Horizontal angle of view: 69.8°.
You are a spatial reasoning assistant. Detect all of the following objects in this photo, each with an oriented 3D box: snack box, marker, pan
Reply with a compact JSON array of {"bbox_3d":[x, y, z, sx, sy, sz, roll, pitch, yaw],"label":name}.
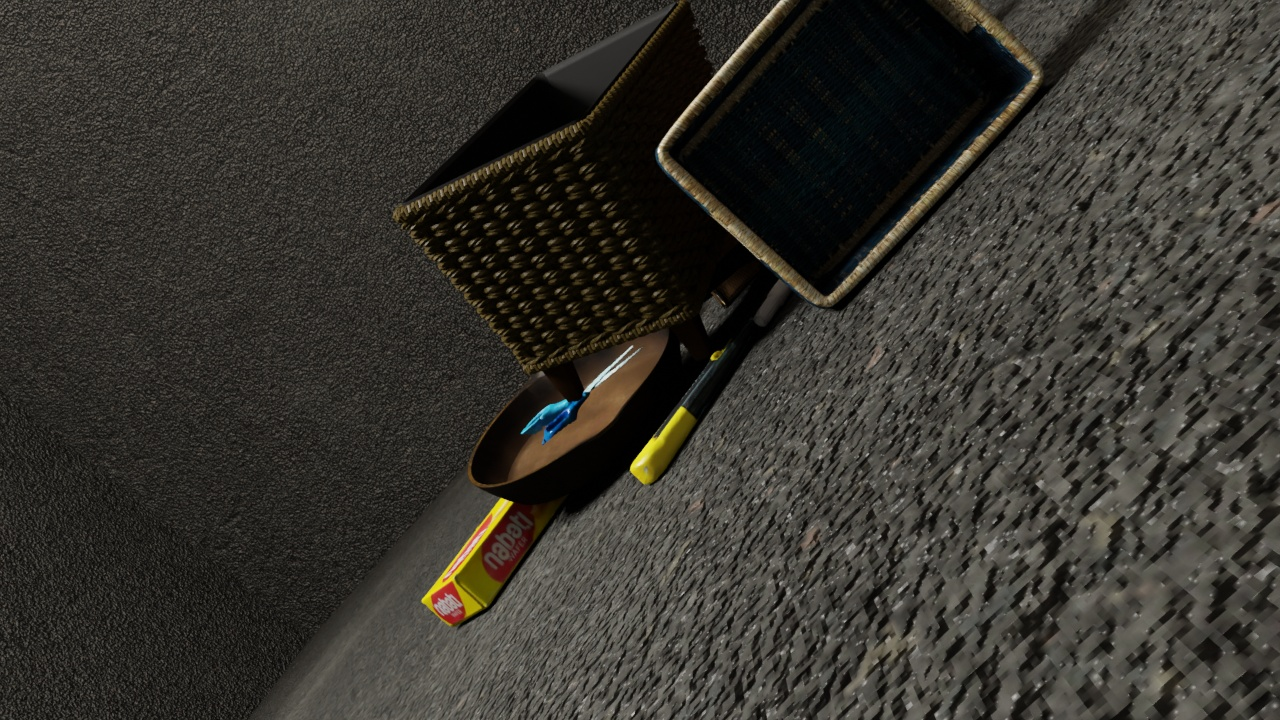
[{"bbox_3d":[-0.119,0.153,0.867,0.092,0.042,0.200,-39,11,51],"label":"snack box"},{"bbox_3d":[0.123,-0.074,0.710,0.132,0.014,0.014,-52,7,-30],"label":"marker"},{"bbox_3d":[-0.005,0.005,0.837,0.355,0.043,0.249,-41,19,-7],"label":"pan"}]

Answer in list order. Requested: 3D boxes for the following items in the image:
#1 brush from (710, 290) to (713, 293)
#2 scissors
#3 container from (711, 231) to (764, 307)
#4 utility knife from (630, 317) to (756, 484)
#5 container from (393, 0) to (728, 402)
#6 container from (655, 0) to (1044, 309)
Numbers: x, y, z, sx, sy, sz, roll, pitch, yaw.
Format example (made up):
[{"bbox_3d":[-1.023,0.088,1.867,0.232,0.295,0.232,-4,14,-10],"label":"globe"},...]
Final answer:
[{"bbox_3d":[0.072,-0.101,1.077,0.039,0.049,0.117,-31,-2,-27],"label":"brush"},{"bbox_3d":[-0.040,0.028,0.765,0.135,0.015,0.086,-36,15,-7],"label":"scissors"},{"bbox_3d":[0.087,-0.104,0.946,0.061,0.063,0.114,-40,8,10],"label":"container"},{"bbox_3d":[0.045,0.021,0.660,0.170,0.020,0.029,-51,8,-33],"label":"utility knife"},{"bbox_3d":[-0.020,-0.135,0.774,0.177,0.205,0.320,-18,27,26],"label":"container"},{"bbox_3d":[0.121,-0.145,0.560,0.187,0.145,0.071,-48,3,8],"label":"container"}]
